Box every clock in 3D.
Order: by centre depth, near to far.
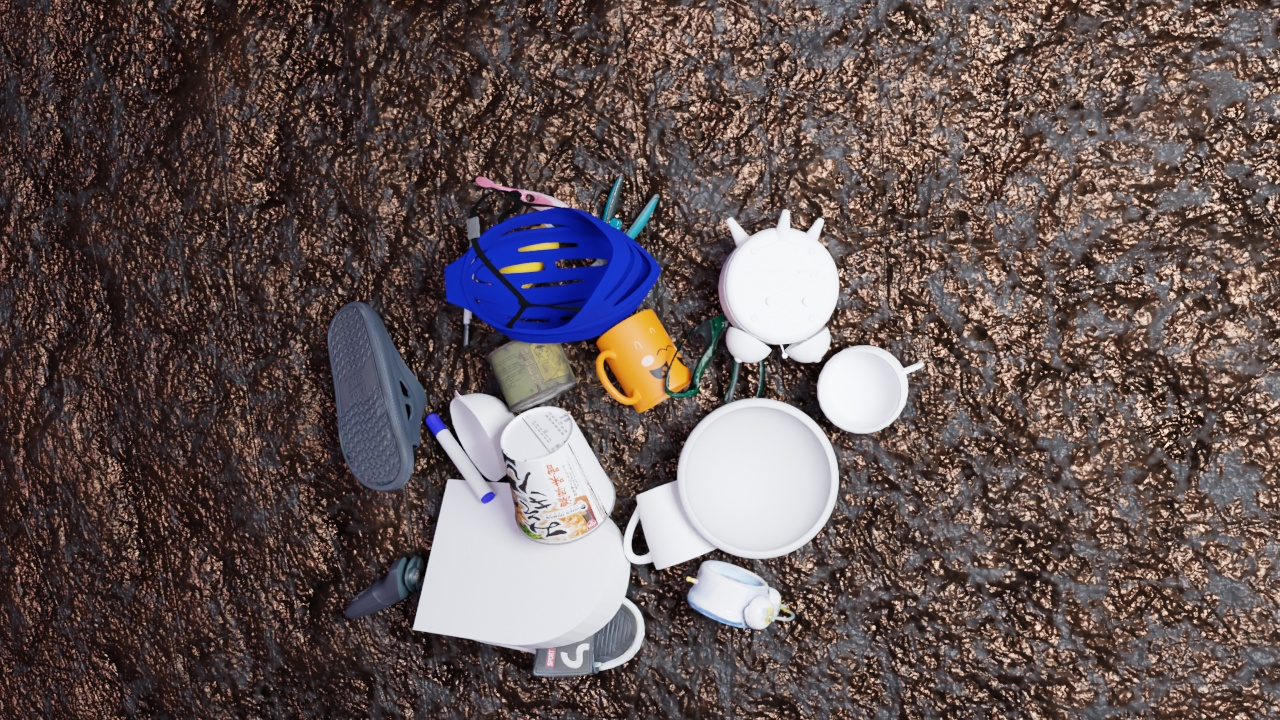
[{"bbox_3d":[0.151,-0.078,0.999,0.125,0.073,0.161,0,90,-4],"label":"clock"},{"bbox_3d":[0.115,0.272,1.048,0.125,0.088,0.052,19,93,18],"label":"clock"}]

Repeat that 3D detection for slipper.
[{"bbox_3d":[-0.126,0.332,1.149,0.264,0.063,0.111,8,96,21],"label":"slipper"},{"bbox_3d":[-0.339,0.049,1.202,0.111,0.083,0.268,-32,65,26],"label":"slipper"}]

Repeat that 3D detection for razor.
[{"bbox_3d":[-0.346,0.309,1.234,0.143,0.047,0.052,-32,107,21],"label":"razor"}]

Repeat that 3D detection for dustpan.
[{"bbox_3d":[-0.140,0.253,1.131,0.258,0.053,0.191,-1,68,27],"label":"dustpan"}]

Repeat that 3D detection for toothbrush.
[{"bbox_3d":[-0.145,-0.205,1.146,0.135,0.016,0.021,22,100,14],"label":"toothbrush"}]

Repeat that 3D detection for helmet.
[{"bbox_3d":[-0.101,-0.108,1.004,0.241,0.228,0.147,-7,74,2],"label":"helmet"}]

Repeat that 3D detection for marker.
[{"bbox_3d":[-0.232,0.124,1.174,0.020,0.020,0.141,-49,64,15],"label":"marker"},{"bbox_3d":[-0.220,-0.090,1.180,0.011,0.011,0.152,5,95,19],"label":"marker"}]

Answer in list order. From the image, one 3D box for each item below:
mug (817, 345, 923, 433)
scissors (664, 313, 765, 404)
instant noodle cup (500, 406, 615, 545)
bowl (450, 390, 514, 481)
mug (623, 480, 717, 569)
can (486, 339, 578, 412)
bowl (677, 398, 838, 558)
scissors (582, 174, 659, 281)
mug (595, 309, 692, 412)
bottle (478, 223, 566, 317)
[{"bbox_3d":[0.251,0.026,0.994,0.116,0.068,0.094,-25,85,19],"label":"mug"},{"bbox_3d":[0.121,-0.026,1.051,0.137,0.015,0.209,32,83,-19],"label":"scissors"},{"bbox_3d":[-0.102,0.126,1.058,0.124,0.123,0.122,1,132,19],"label":"instant noodle cup"},{"bbox_3d":[-0.185,0.088,1.141,0.115,0.050,0.115,39,145,35],"label":"bowl"},{"bbox_3d":[0.027,0.194,1.076,0.114,0.080,0.087,-24,80,19],"label":"mug"},{"bbox_3d":[-0.132,0.012,1.114,0.090,0.089,0.074,-26,84,18],"label":"can"},{"bbox_3d":[0.130,0.130,1.035,0.176,0.066,0.176,0,90,4],"label":"bowl"},{"bbox_3d":[-0.029,-0.154,1.106,0.126,0.019,0.154,-13,91,21],"label":"scissors"},{"bbox_3d":[-0.006,0.006,1.060,0.078,0.112,0.096,-39,79,47],"label":"mug"},{"bbox_3d":[-0.143,-0.118,1.134,0.043,0.043,0.144,43,105,12],"label":"bottle"}]
